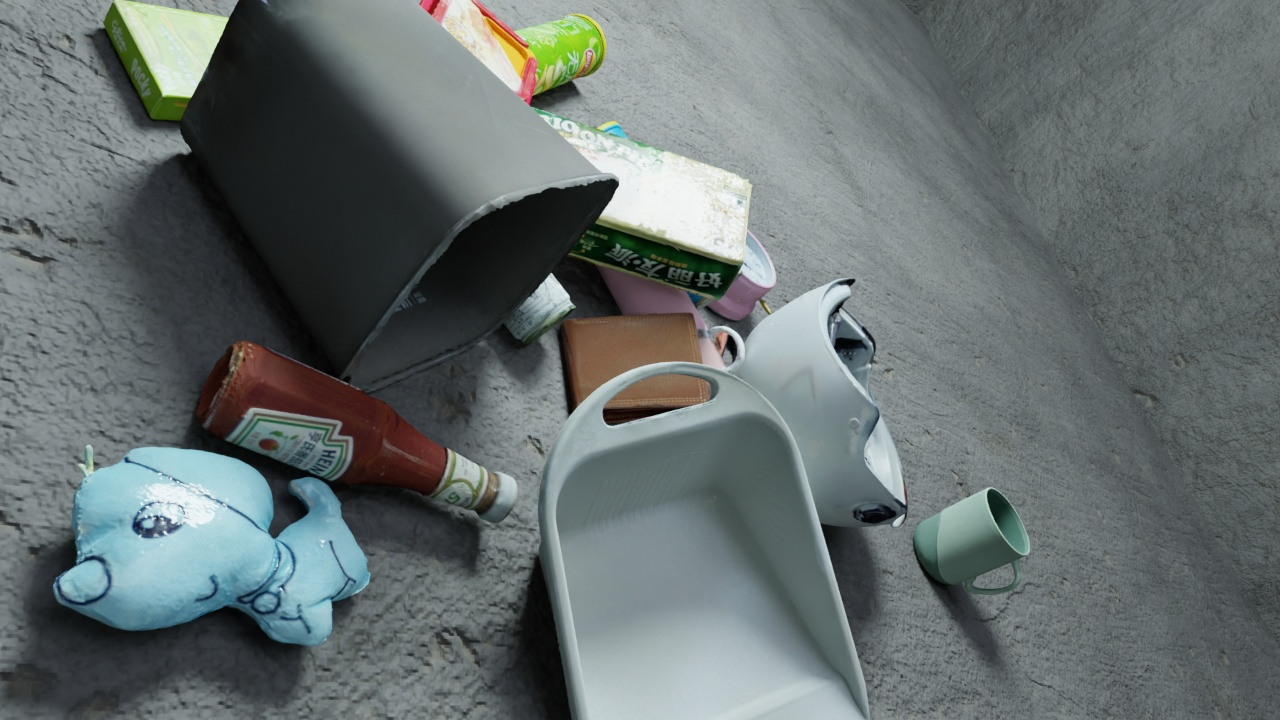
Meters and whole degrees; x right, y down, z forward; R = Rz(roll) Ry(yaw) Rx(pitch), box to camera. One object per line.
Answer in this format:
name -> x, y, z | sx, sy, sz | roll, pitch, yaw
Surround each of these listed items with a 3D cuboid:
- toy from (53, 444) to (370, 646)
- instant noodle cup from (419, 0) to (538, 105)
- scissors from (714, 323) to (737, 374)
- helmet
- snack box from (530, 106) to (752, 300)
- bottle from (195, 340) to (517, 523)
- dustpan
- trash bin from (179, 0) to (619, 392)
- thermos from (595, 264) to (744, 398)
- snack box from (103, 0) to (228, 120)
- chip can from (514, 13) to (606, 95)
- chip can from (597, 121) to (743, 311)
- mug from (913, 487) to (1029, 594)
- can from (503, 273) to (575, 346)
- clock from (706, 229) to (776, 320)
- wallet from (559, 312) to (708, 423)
toy -> -0.222, 0.095, 0.486 | 0.156, 0.050, 0.161 | 47, 26, -10
instant noodle cup -> -0.167, -0.231, 0.788 | 0.116, 0.124, 0.116 | 35, 37, -26
scissors -> 0.056, 0.006, 0.944 | 0.197, 0.015, 0.213 | 6, 56, -49
helmet -> 0.170, 0.060, 0.907 | 0.259, 0.146, 0.228 | 58, 25, -45
snack box -> -0.020, -0.146, 0.851 | 0.240, 0.063, 0.114 | 15, 53, -9
bottle -> -0.169, 0.055, 0.581 | 0.206, 0.060, 0.059 | 30, 39, -32
dustpan -> 0.039, 0.142, 0.624 | 0.222, 0.143, 0.257 | -13, 60, -26
trash bin -> -0.174, -0.128, 0.638 | 0.220, 0.199, 0.198 | 48, 31, 6
thermos -> 0.024, -0.056, 0.885 | 0.198, 0.087, 0.067 | 60, 18, 20
snack box -> -0.308, -0.220, 0.693 | 0.156, 0.026, 0.085 | -17, 74, -56
chip can -> -0.111, -0.327, 0.994 | 0.072, 0.073, 0.220 | 49, 33, -5
chip can -> 0.015, -0.150, 0.969 | 0.210, 0.071, 0.071 | 50, 33, 4
mug -> 0.388, 0.220, 1.067 | 0.082, 0.107, 0.111 | 0, 59, -52
can -> -0.121, -0.085, 0.769 | 0.146, 0.058, 0.058 | 51, 33, -2
clock -> 0.090, -0.120, 1.060 | 0.158, 0.060, 0.117 | 35, 36, -22
wallet -> -0.005, 0.005, 0.807 | 0.124, 0.032, 0.101 | -3, 58, -9
